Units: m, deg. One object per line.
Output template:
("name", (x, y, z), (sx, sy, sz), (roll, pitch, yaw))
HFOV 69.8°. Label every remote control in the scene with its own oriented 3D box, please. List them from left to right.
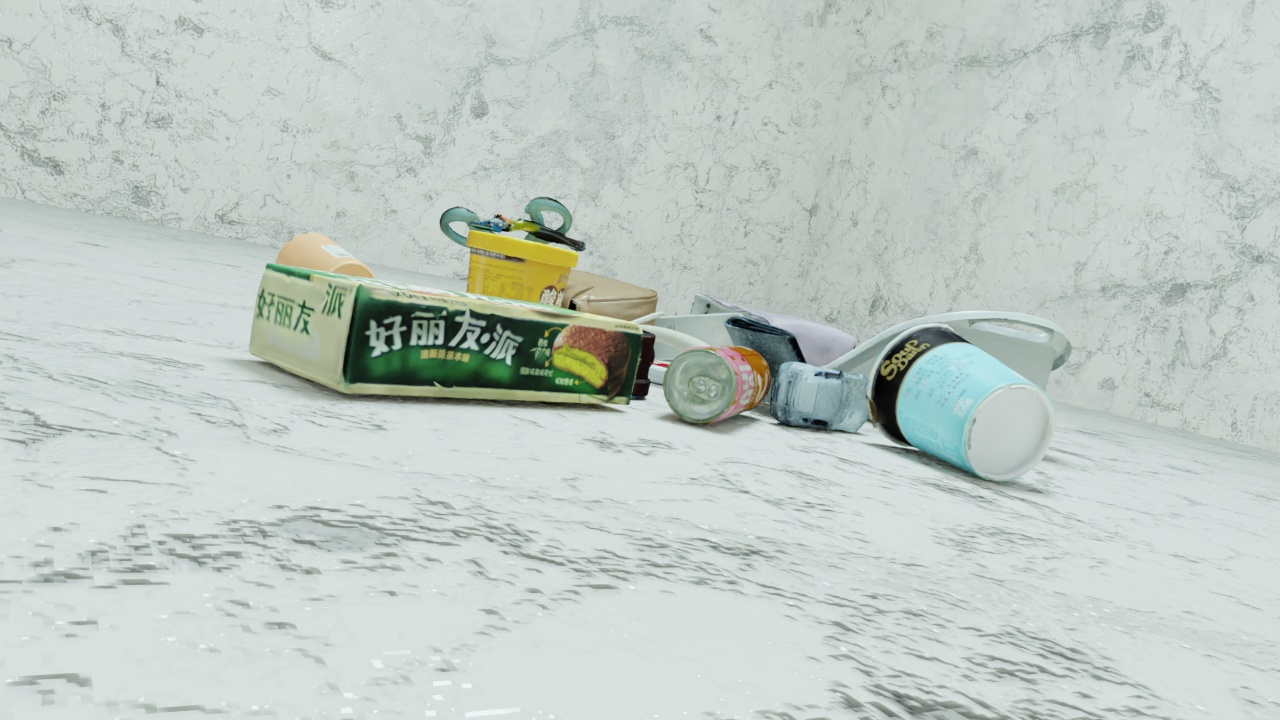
("remote control", (-0.006, 0.006, 0.941), (0.136, 0.020, 0.055), (14, 6, 28))
("remote control", (0.066, -0.029, 1.140), (0.135, 0.056, 0.019), (-2, -2, 25))

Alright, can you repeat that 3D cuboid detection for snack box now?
("snack box", (-0.118, -0.013, 0.612), (0.115, 0.063, 0.239), (14, 6, 42))

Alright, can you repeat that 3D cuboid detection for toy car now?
("toy car", (0.161, 0.033, 0.797), (0.120, 0.054, 0.037), (9, 2, -38))

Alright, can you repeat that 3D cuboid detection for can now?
("can", (0.064, 0.017, 0.727), (0.058, 0.058, 0.147), (13, 5, 17))

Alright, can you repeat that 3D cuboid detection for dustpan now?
("dustpan", (0.324, 0.007, 0.996), (0.222, 0.142, 0.258), (10, 6, -16))

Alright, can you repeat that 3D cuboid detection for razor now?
("razor", (-0.113, -0.138, 0.985), (0.142, 0.022, 0.043), (8, 8, -43))

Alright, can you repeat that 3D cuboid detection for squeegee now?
("squeegee", (0.054, 0.000, 0.869), (0.247, 0.039, 0.245), (22, 23, 26))

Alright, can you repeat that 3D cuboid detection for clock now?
("clock", (-0.028, -0.005, 0.778), (0.082, 0.055, 0.122), (11, 7, 1))

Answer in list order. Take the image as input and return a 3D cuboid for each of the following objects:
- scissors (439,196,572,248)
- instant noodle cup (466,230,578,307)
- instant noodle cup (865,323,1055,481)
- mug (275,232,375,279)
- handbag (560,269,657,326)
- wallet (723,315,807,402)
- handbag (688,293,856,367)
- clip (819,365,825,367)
("scissors", (-0.158, -0.141, 1.035), (0.176, 0.019, 0.175), (2, -19, -17))
("instant noodle cup", (-0.134, -0.071, 0.974), (0.118, 0.114, 0.118), (12, 4, -1))
("instant noodle cup", (0.256, 0.039, 0.725), (0.111, 0.111, 0.120), (10, 14, -18))
("mug", (-0.338, -0.091, 0.997), (0.078, 0.078, 0.123), (7, 11, -42))
("handbag", (-0.082, -0.060, 1.120), (0.147, 0.100, 0.205), (-4, 14, -43))
("wallet", (0.129, 0.008, 0.870), (0.019, 0.097, 0.121), (-34, 21, -14))
("handbag", (0.174, -0.022, 1.237), (0.196, 0.098, 0.145), (8, 3, -43))
("clip", (0.259, 0.026, 1.116), (0.089, 0.035, 0.104), (17, -15, -26))
